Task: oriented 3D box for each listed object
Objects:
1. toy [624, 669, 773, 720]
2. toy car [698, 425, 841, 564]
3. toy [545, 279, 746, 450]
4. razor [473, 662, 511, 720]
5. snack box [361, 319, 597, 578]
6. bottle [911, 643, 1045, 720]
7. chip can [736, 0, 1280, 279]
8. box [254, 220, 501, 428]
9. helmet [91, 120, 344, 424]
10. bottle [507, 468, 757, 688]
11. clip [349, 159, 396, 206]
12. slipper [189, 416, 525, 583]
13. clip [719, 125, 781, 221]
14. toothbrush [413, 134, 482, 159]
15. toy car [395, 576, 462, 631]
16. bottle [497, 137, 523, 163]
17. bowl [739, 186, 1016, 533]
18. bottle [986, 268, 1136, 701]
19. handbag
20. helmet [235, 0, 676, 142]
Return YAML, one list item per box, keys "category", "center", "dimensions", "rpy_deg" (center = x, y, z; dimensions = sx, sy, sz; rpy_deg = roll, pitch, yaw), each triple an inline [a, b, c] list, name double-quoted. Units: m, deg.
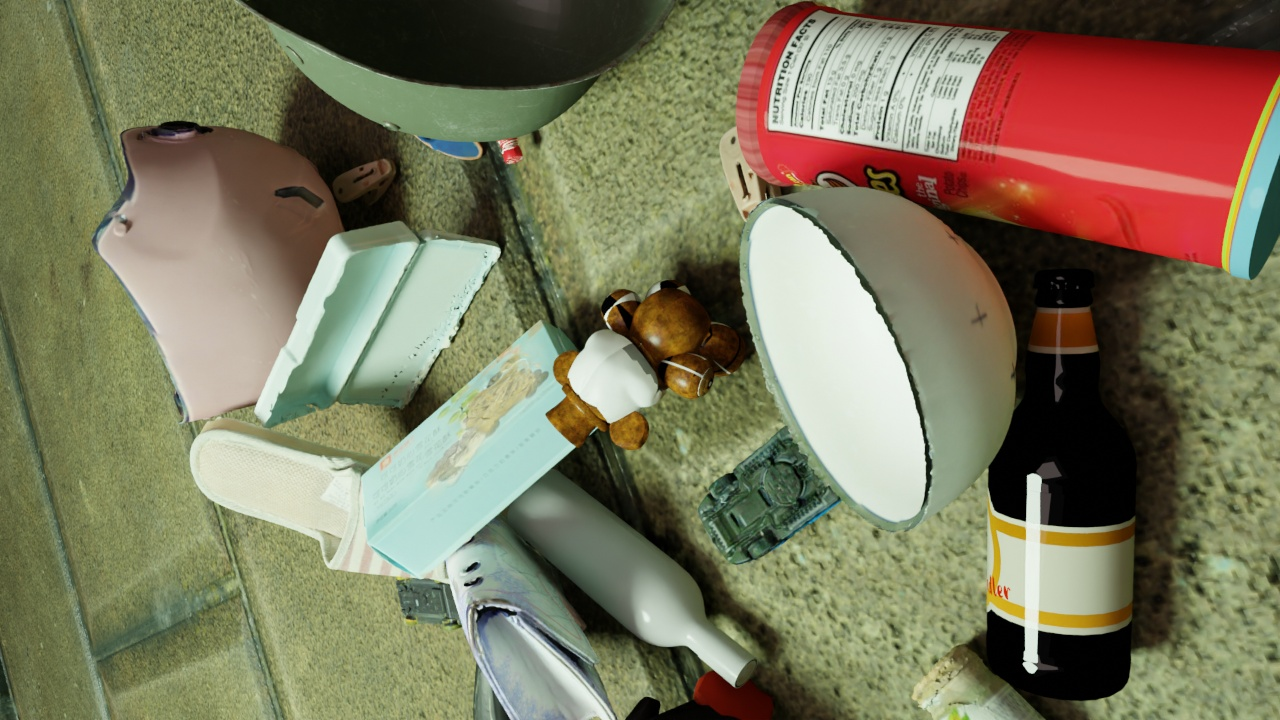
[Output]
- category: "toy"
  center: [0.026, 0.303, 0.538]
  dimensions: [0.159, 0.139, 0.184]
  rpy_deg: [35, 120, 33]
- category: "toy car"
  center: [0.083, 0.066, 0.508]
  dimensions: [0.120, 0.043, 0.056]
  rpy_deg: [-46, 67, 35]
- category: "toy"
  center: [-0.003, 0.003, 0.531]
  dimensions: [0.112, 0.067, 0.087]
  rpy_deg: [-45, 62, 0]
- category: "razor"
  center: [-0.097, 0.265, 0.706]
  dimensions: [0.064, 0.052, 0.140]
  rpy_deg: [-1, 96, 31]
- category: "snack box"
  center: [-0.104, 0.057, 0.602]
  dimensions: [0.175, 0.053, 0.075]
  rpy_deg: [-40, 32, 5]
- category: "bottle"
  center: [0.184, 0.189, 0.439]
  dimensions: [0.111, 0.043, 0.043]
  rpy_deg: [45, 125, 28]
- category: "chip can"
  center: [0.150, -0.099, 0.388]
  dimensions: [0.213, 0.086, 0.087]
  rpy_deg: [22, 112, 37]
- category: "box"
  center: [-0.202, -0.024, 0.689]
  dimensions: [0.198, 0.135, 0.044]
  rpy_deg: [-50, 62, 37]
- category: "helmet"
  center: [-0.315, -0.083, 0.746]
  dimensions: [0.255, 0.152, 0.230]
  rpy_deg: [-113, 12, -59]
- category: "bottle"
  center: [-0.006, 0.142, 0.597]
  dimensions: [0.195, 0.052, 0.052]
  rpy_deg: [32, 118, 34]
- category: "clip"
  center: [-0.222, -0.151, 0.765]
  dimensions: [0.061, 0.049, 0.026]
  rpy_deg: [103, 144, -79]
- category: "slipper"
  center: [-0.218, 0.113, 0.692]
  dimensions: [0.263, 0.052, 0.115]
  rpy_deg: [17, 124, 0]
- category: "clip"
  center: [0.060, -0.101, 0.508]
  dimensions: [0.026, 0.049, 0.061]
  rpy_deg: [-19, 112, 43]
- category: "toothbrush"
  center: [-0.167, -0.178, 0.710]
  dimensions: [0.135, 0.017, 0.022]
  rpy_deg: [29, 118, 36]
- category: "toy car"
  center: [-0.174, 0.200, 0.778]
  dimensions: [0.107, 0.030, 0.049]
  rpy_deg: [-9, 91, 45]
- category: "bottle"
  center: [-0.108, -0.203, 0.634]
  dimensions: [0.042, 0.041, 0.141]
  rpy_deg: [-24, 82, 42]
- category: "bowl"
  center: [0.109, -0.008, 0.403]
  dimensions: [0.153, 0.073, 0.153]
  rpy_deg: [158, 91, -80]
- category: "bottle"
  center: [0.184, 0.051, 0.402]
  dimensions: [0.059, 0.059, 0.182]
  rpy_deg: [5, 101, 42]
- category: "handbag"
  center: [-0.077, 0.171, 0.601]
  dimensions: [0.126, 0.069, 0.158]
  rpy_deg: [63, 171, -15]
- category: "helmet"
  center: [-0.118, -0.221, 0.533]
  dimensions: [0.154, 0.267, 0.226]
  rpy_deg: [128, 158, -71]
